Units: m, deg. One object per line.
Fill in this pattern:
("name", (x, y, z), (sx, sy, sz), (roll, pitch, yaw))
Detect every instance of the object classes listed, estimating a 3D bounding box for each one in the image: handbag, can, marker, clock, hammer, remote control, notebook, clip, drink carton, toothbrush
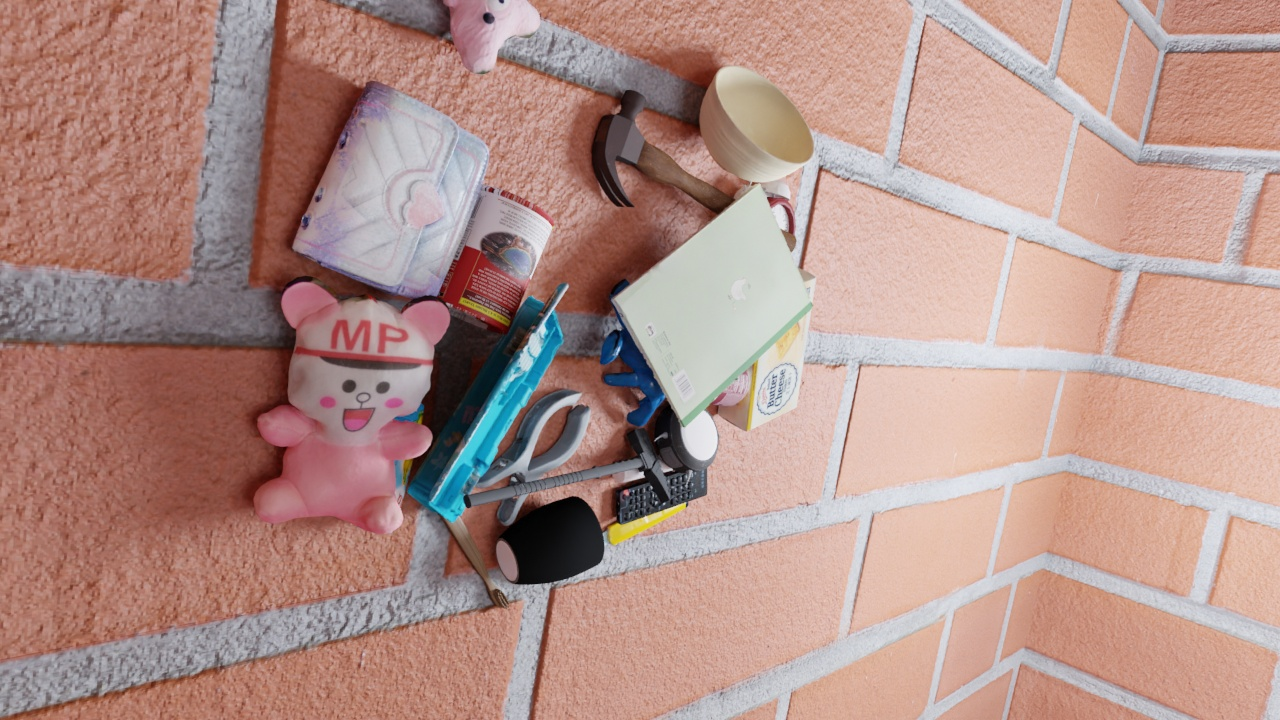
("handbag", (-0.210, -0.140, 0.787), (0.126, 0.069, 0.158), (25, 85, -48))
("can", (-0.142, -0.094, 0.861), (0.086, 0.087, 0.116), (29, 80, -49))
("can", (0.080, 0.023, 1.156), (0.114, 0.063, 0.063), (8, 96, -40))
("marker", (0.019, 0.132, 1.163), (0.132, 0.023, 0.027), (-6, 150, -47))
("clock", (0.064, 0.093, 1.167), (0.091, 0.044, 0.122), (57, 45, -16))
("hammer", (0.074, -0.194, 1.077), (0.322, 0.033, 0.115), (22, 85, -39))
("remote control", (0.026, 0.169, 1.179), (0.150, 0.022, 0.047), (-11, 107, -39))
("hammer", (-0.071, 0.134, 0.996), (0.324, 0.015, 0.095), (-3, 66, -56))
("notebook", (0.095, -0.067, 1.079), (0.251, 0.010, 0.182), (-41, 115, -26))
("clip", (-0.109, 0.110, 1.011), (0.162, 0.028, 0.108), (-46, 131, -28))
("drink carton", (-0.234, 0.096, 0.852), (0.038, 0.044, 0.129), (14, 92, -22))
("toothbrush", (-0.176, 0.211, 0.978), (0.016, 0.016, 0.167), (-45, 131, -31))
("clock", (0.160, -0.182, 1.205), (0.096, 0.048, 0.138), (-24, 121, -42))

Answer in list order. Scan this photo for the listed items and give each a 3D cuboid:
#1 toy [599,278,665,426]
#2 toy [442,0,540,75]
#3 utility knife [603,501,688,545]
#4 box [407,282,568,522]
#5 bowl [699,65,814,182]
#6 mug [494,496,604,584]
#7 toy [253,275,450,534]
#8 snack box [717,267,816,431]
("toy", (-0.006, 0.006, 1.066), (0.112, 0.071, 0.176), (-51, 135, -41))
("toy", (-0.142, -0.316, 0.819), (0.098, 0.053, 0.096), (-51, 122, -29))
("utility knife", (0.006, 0.202, 1.178), (0.162, 0.017, 0.030), (-20, 99, -44))
("box", (-0.143, 0.037, 0.872), (0.226, 0.056, 0.185), (-60, 176, -17))
("bowl", (0.127, -0.269, 1.095), (0.150, 0.076, 0.150), (21, 49, -27))
("mug", (-0.108, 0.215, 1.017), (0.100, 0.085, 0.119), (-15, 143, -34))
("toy", (-0.247, 0.040, 0.780), (0.142, 0.084, 0.213), (9, 100, -14))
("snack box", (0.166, -0.016, 1.221), (0.104, 0.057, 0.208), (-22, 129, -34))
